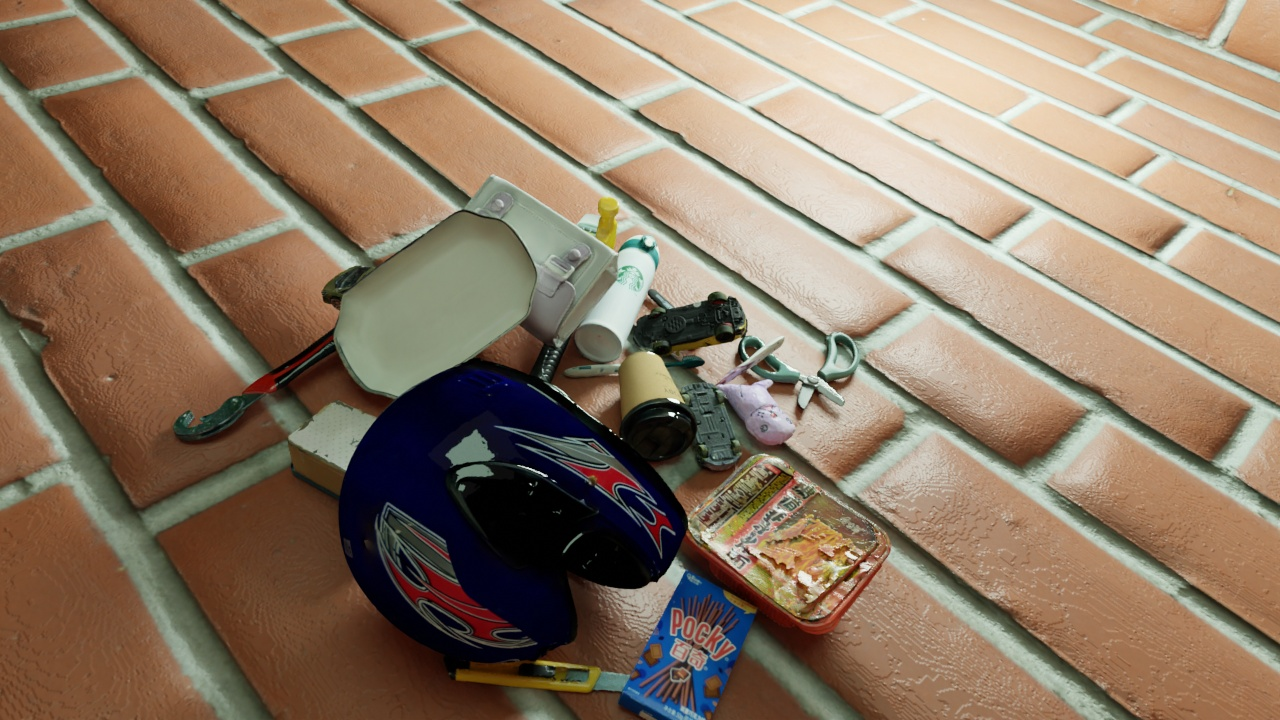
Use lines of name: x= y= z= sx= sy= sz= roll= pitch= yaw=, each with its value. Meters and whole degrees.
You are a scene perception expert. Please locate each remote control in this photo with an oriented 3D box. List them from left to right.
remote control: x=-0.086 y=-0.179 z=1.394 sx=0.056 sy=0.019 sz=0.134 roll=20 pitch=44 yaw=13

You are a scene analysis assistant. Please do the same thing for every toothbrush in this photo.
toothbrush: x=-0.007 y=0.007 z=1.210 sx=0.191 sy=0.016 sz=0.018 roll=-4 pitch=34 yaw=-14
toothbrush: x=0.123 y=0.014 z=1.207 sx=0.187 sy=0.016 sz=0.017 roll=-33 pitch=46 yaw=-26

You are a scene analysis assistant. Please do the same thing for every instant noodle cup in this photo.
instant noodle cup: x=0.154 y=0.202 z=0.978 sx=0.189 sy=0.079 sz=0.164 roll=34 pitch=49 yaw=26

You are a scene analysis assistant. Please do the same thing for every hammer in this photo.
hammer: x=-0.088 y=-0.079 z=1.235 sx=0.033 sy=0.129 sz=0.299 roll=16 pitch=55 yaw=7

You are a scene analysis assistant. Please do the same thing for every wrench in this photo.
wrench: x=-0.433 y=0.015 z=1.111 sx=0.056 sy=0.016 sz=0.272 roll=29 pitch=53 yaw=34

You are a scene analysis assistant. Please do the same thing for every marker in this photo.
marker: x=0.050 y=-0.065 z=1.295 sx=0.018 sy=0.015 sz=0.124 roll=-24 pitch=52 yaw=-28

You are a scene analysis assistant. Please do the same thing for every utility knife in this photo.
utility knife: x=-0.090 y=0.300 z=0.883 sx=0.203 sy=0.015 sz=0.033 roll=6 pitch=45 yaw=-3

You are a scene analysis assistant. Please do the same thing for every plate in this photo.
plate: x=-0.243 y=-0.064 z=1.103 sx=0.266 sy=0.034 sz=0.162 roll=-35 pitch=81 yaw=7

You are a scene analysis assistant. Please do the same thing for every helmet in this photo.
helmet: x=-0.132 y=0.164 z=0.867 sx=0.315 sy=0.248 sz=0.239 roll=39 pitch=65 yaw=-11

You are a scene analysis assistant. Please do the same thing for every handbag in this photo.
handbag: x=-0.146 y=-0.123 z=1.156 sx=0.197 sy=0.098 sz=0.144 roll=33 pitch=77 yaw=10

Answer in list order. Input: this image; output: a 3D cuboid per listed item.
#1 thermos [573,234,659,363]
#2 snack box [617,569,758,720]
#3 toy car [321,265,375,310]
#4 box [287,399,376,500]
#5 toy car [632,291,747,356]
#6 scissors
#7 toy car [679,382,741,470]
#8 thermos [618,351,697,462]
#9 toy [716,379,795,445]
thermos: x=-0.025 y=-0.095 z=1.272 sx=0.073 sy=0.073 sz=0.223 roll=15 pitch=44 yaw=7
snack box: x=0.050 y=0.288 z=0.903 sx=0.084 sy=0.026 sz=0.156 roll=26 pitch=46 yaw=10
toy car: x=-0.340 y=-0.091 z=1.178 sx=0.158 sy=0.042 sz=0.070 roll=6 pitch=43 yaw=18
box: x=-0.308 y=0.113 z=1.020 sx=0.184 sy=0.061 sz=0.089 roll=24 pitch=44 yaw=19
toy car: x=0.066 y=-0.046 z=1.241 sx=0.156 sy=0.041 sz=0.071 roll=-12 pitch=56 yaw=8
scissors: x=0.229 y=-0.001 z=1.252 sx=0.177 sy=0.019 sz=0.170 roll=-31 pitch=54 yaw=-35
toy car: x=0.083 y=0.081 z=1.128 sx=0.054 sy=0.037 sz=0.120 roll=-6 pitch=57 yaw=-19
thermos: x=0.014 y=0.054 z=1.114 sx=0.093 sy=0.093 sz=0.143 roll=-1 pitch=36 yaw=-10
toy: x=0.153 y=0.065 z=1.154 sx=0.083 sy=0.039 sz=0.108 roll=-8 pitch=44 yaw=-26
